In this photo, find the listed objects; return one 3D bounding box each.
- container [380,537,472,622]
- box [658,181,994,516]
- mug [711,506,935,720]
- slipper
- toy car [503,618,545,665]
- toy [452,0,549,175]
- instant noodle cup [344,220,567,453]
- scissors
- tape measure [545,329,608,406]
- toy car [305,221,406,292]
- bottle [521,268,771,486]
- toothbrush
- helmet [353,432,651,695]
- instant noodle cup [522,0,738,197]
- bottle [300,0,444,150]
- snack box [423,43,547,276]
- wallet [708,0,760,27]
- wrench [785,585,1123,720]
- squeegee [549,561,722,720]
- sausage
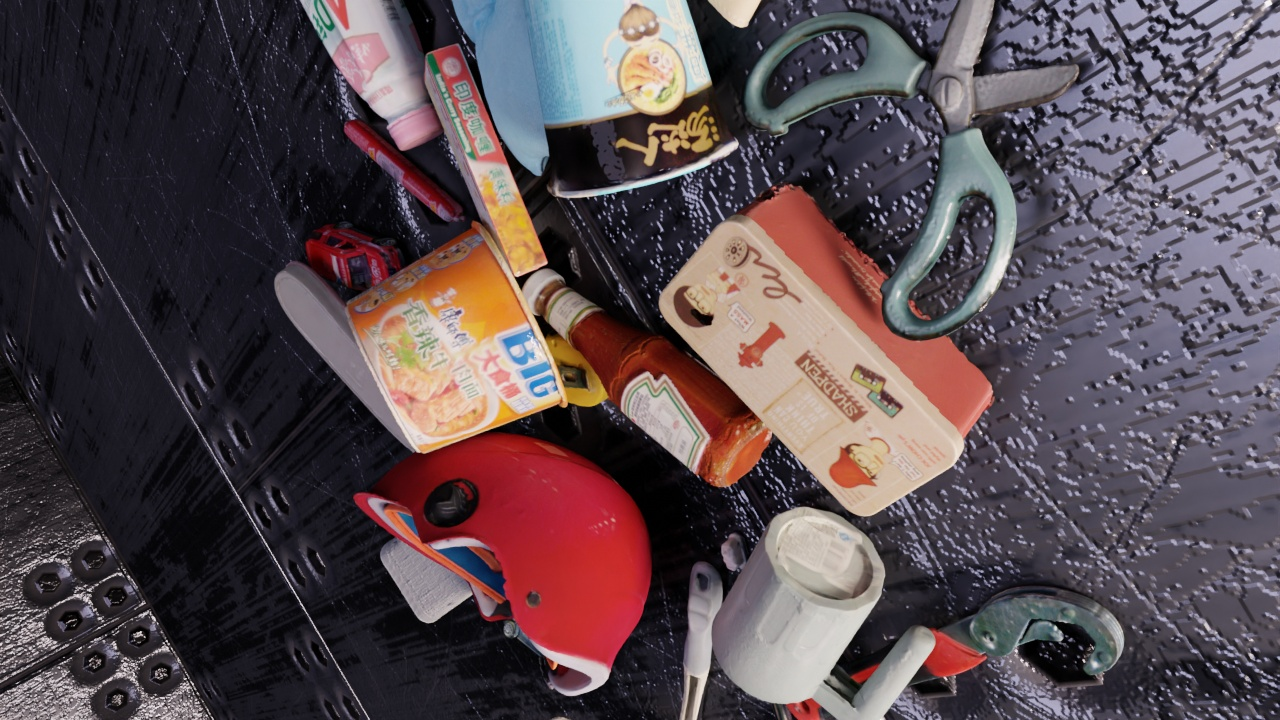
[{"bbox_3d":[-0.175,0.181,0.878,0.090,0.090,0.115,55,136,4],"label":"container"},{"bbox_3d":[0.102,-0.010,0.503,0.168,0.079,0.092,47,137,5],"label":"box"},{"bbox_3d":[0.115,0.167,0.583,0.124,0.083,0.104,35,132,21],"label":"mug"},{"bbox_3d":[-0.227,0.009,0.847,0.274,0.054,0.114,43,145,3],"label":"slipper"},{"bbox_3d":[-0.090,0.262,0.875,0.091,0.042,0.034,28,103,28],"label":"toy car"},{"bbox_3d":[-0.080,-0.199,0.583,0.156,0.049,0.162,52,154,30],"label":"toy"},{"bbox_3d":[-0.135,-0.010,0.660,0.151,0.111,0.151,60,169,19],"label":"instant noodle cup"},{"bbox_3d":[0.116,-0.100,0.450,0.170,0.019,0.174,20,111,39],"label":"scissors"},{"bbox_3d":[-0.044,0.007,0.687,0.057,0.028,0.060,5,116,43],"label":"tape measure"},{"bbox_3d":[-0.259,-0.090,0.836,0.121,0.045,0.053,18,126,35],"label":"toy car"},{"bbox_3d":[-0.004,0.004,0.622,0.206,0.059,0.060,39,135,26],"label":"bottle"},{"bbox_3d":[0.089,0.209,0.682,0.016,0.018,0.181,-1,113,42],"label":"toothbrush"},{"bbox_3d":[-0.090,0.132,0.710,0.240,0.143,0.207,32,157,23],"label":"helmet"},{"bbox_3d":[-0.014,-0.161,0.492,0.111,0.111,0.120,6,120,43],"label":"instant noodle cup"},{"bbox_3d":[-0.205,-0.252,0.672,0.068,0.068,0.197,-13,107,48],"label":"bottle"},{"bbox_3d":[-0.111,-0.135,0.646,0.077,0.027,0.156,-158,46,-75],"label":"snack box"},{"bbox_3d":[0.049,-0.239,0.452,0.087,0.024,0.115,49,139,11],"label":"wallet"},{"bbox_3d":[0.177,0.195,0.585,0.056,0.016,0.274,55,139,6],"label":"wrench"},{"bbox_3d":[0.042,0.252,0.738,0.247,0.039,0.247,15,119,19],"label":"squeegee"},{"bbox_3d":[-0.195,-0.155,0.751,0.156,0.020,0.020,41,136,21],"label":"sausage"}]
